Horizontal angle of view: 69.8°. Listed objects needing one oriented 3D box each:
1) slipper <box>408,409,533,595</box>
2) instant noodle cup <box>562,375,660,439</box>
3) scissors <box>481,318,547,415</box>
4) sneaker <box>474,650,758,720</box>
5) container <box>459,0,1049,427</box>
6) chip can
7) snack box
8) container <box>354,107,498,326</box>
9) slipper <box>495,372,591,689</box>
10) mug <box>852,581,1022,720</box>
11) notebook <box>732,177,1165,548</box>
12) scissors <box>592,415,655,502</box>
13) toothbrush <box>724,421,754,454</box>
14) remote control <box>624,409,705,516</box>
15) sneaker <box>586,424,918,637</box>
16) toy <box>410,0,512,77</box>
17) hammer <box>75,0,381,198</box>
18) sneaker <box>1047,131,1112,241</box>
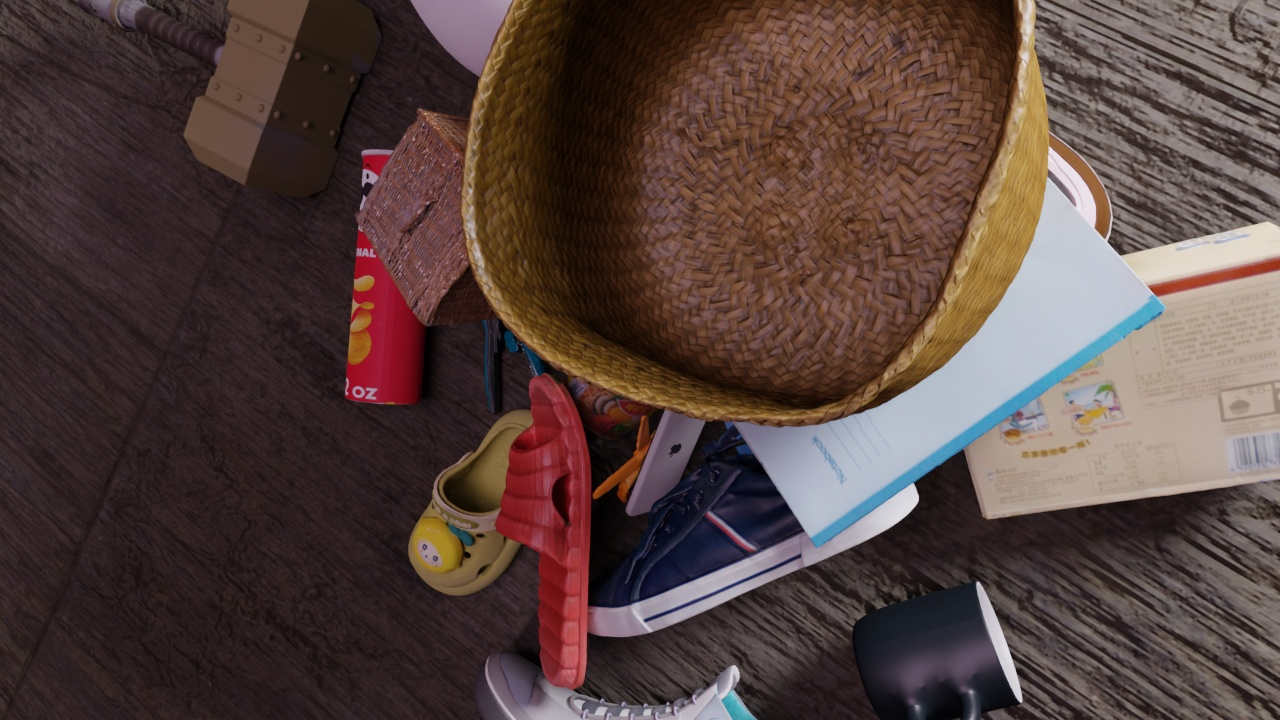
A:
[{"bbox_3d":[-0.139,0.127,0.794,0.091,0.081,0.191,39,101,14],"label":"slipper"},{"bbox_3d":[-0.004,0.004,0.736,0.100,0.100,0.113,49,113,14],"label":"instant noodle cup"},{"bbox_3d":[-0.119,-0.018,0.816,0.151,0.019,0.119,44,108,20],"label":"scissors"},{"bbox_3d":[-0.005,0.287,0.747,0.257,0.093,0.160,36,94,18],"label":"sneaker"},{"bbox_3d":[0.074,-0.116,0.523,0.308,0.196,0.307,1,91,30],"label":"container"},{"bbox_3d":[-0.224,-0.073,0.829,0.069,0.069,0.220,6,93,21],"label":"chip can"},{"bbox_3d":[0.311,0.013,0.598,0.208,0.055,0.153,-13,111,23],"label":"snack box"},{"bbox_3d":[-0.105,-0.110,0.714,0.112,0.198,0.114,51,118,18],"label":"container"},{"bbox_3d":[-0.080,0.133,0.720,0.059,0.104,0.248,-1,85,-22],"label":"slipper"},{"bbox_3d":[0.206,0.220,0.640,0.095,0.121,0.085,-23,111,21],"label":"mug"},{"bbox_3d":[0.161,-0.023,0.590,0.254,0.009,0.181,-41,69,21],"label":"notebook"},{"bbox_3d":[0.005,0.071,0.732,0.011,0.125,0.130,36,65,19],"label":"scissors"},{"bbox_3d":[0.089,0.082,0.739,0.016,0.014,0.166,-27,80,19],"label":"toothbrush"},{"bbox_3d":[0.025,0.066,0.720,0.008,0.045,0.147,48,133,36],"label":"remote control"},{"bbox_3d":[0.051,0.112,0.697,0.295,0.120,0.127,-32,87,27],"label":"sneaker"},{"bbox_3d":[-0.040,-0.328,0.653,0.282,0.265,0.263,-17,91,35],"label":"toy"},{"bbox_3d":[-0.430,-0.308,0.888,0.325,0.100,0.190,27,100,19],"label":"hammer"},{"bbox_3d":[0.207,-0.177,0.634,0.112,0.116,0.293,-36,78,18],"label":"sneaker"}]
